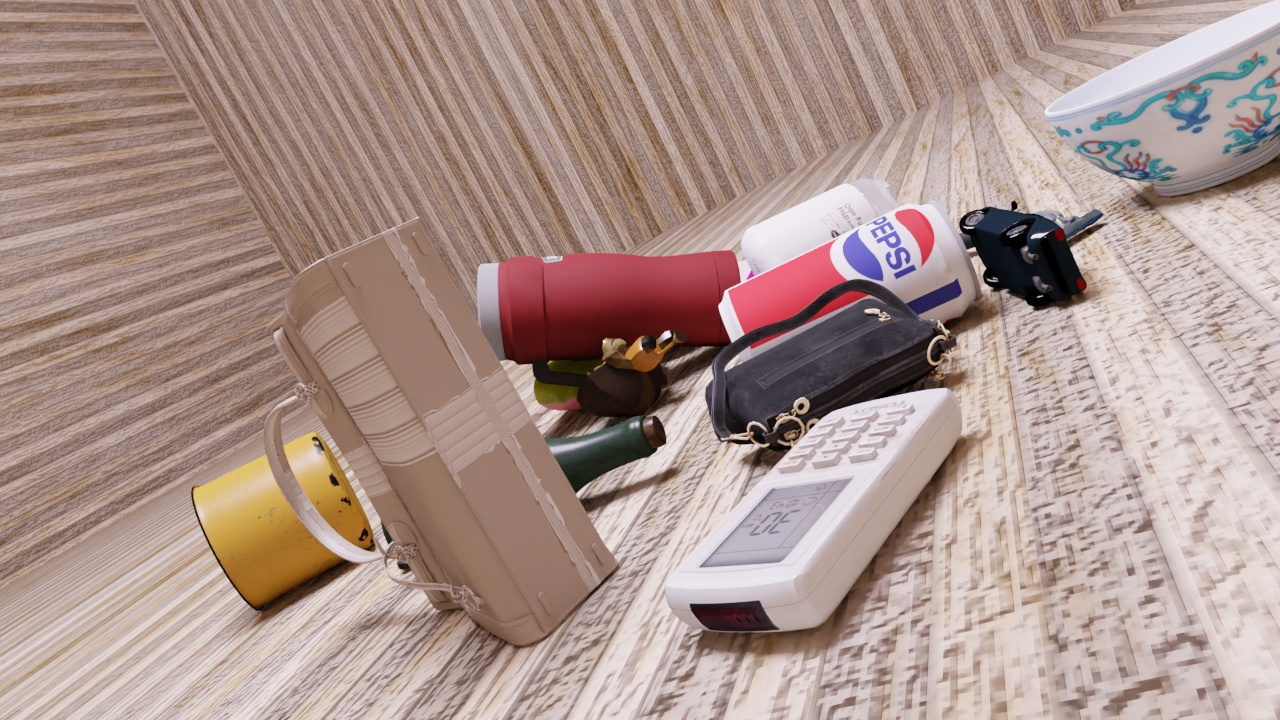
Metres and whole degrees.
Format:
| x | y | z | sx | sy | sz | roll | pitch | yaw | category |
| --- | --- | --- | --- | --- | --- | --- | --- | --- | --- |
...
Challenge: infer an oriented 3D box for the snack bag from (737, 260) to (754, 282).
| x | y | z | sx | sy | sz | roll | pitch | yaw | category |
| --- | --- | --- | --- | --- | --- | --- | --- | --- | --- |
| 0.062 | -0.068 | 0.899 | 0.197 | 0.016 | 0.070 | -12 | 29 | 33 | snack bag |

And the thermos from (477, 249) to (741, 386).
| x | y | z | sx | sy | sz | roll | pitch | yaw | category |
| --- | --- | --- | --- | --- | --- | --- | --- | --- | --- |
| -0.024 | -0.031 | 0.721 | 0.198 | 0.108 | 0.084 | -4 | -5 | -4 | thermos |

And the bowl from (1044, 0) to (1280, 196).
| x | y | z | sx | sy | sz | roll | pitch | yaw | category |
| --- | --- | --- | --- | --- | --- | --- | --- | --- | --- |
| 0.322 | -0.143 | 0.532 | 0.144 | 0.074 | 0.144 | -26 | 10 | 5 | bowl |

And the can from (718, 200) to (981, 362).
| x | y | z | sx | sy | sz | roll | pitch | yaw | category |
| --- | --- | --- | --- | --- | --- | --- | --- | --- | --- |
| 0.117 | -0.034 | 0.523 | 0.132 | 0.070 | 0.070 | -25 | 10 | 11 | can |

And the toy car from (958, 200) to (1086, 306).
| x | y | z | sx | sy | sz | roll | pitch | yaw | category |
| --- | --- | --- | --- | --- | --- | --- | --- | --- | --- |
| 0.206 | -0.059 | 0.493 | 0.034 | 0.046 | 0.112 | -27 | 11 | 8 | toy car |

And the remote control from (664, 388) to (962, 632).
| x | y | z | sx | sy | sz | roll | pitch | yaw | category |
| --- | --- | --- | --- | --- | --- | --- | --- | --- | --- |
| 0.068 | 0.051 | 0.337 | 0.060 | 0.025 | 0.138 | -17 | 14 | 46 | remote control |

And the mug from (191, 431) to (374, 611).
| x | y | z | sx | sy | sz | roll | pitch | yaw | category |
| --- | --- | --- | --- | --- | --- | --- | --- | --- | --- |
| -0.256 | 0.120 | 0.679 | 0.094 | 0.100 | 0.124 | -28 | -31 | -16 | mug |

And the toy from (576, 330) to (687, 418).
| x | y | z | sx | sy | sz | roll | pitch | yaw | category |
| --- | --- | --- | --- | --- | --- | --- | --- | --- | --- |
| -0.004 | 0.004 | 0.660 | 0.076 | 0.062 | 0.100 | -12 | -23 | -46 | toy |

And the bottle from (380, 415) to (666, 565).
| x | y | z | sx | sy | sz | roll | pitch | yaw | category |
| --- | --- | --- | --- | --- | --- | --- | --- | --- | --- |
| -0.065 | 0.069 | 0.526 | 0.174 | 0.055 | 0.055 | -22 | 11 | 19 | bottle |

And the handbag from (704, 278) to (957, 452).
| x | y | z | sx | sy | sz | roll | pitch | yaw | category |
| --- | --- | --- | --- | --- | --- | --- | --- | --- | --- |
| 0.090 | 0.006 | 0.444 | 0.128 | 0.054 | 0.079 | -27 | 13 | -12 | handbag |

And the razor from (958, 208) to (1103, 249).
| x | y | z | sx | sy | sz | roll | pitch | yaw | category |
| --- | --- | --- | --- | --- | --- | --- | --- | --- | --- |
| 0.235 | -0.083 | 0.611 | 0.042 | 0.022 | 0.144 | -29 | 9 | -18 | razor |

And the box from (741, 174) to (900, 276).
| x | y | z | sx | sy | sz | roll | pitch | yaw | category |
| --- | --- | --- | --- | --- | --- | --- | --- | --- | --- |
| 0.156 | -0.100 | 0.759 | 0.143 | 0.080 | 0.089 | -27 | -7 | -5 | box |

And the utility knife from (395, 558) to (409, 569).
| x | y | z | sx | sy | sz | roll | pitch | yaw | category |
| --- | --- | --- | --- | --- | --- | --- | --- | --- | --- |
| -0.173 | 0.116 | 0.675 | 0.030 | 0.019 | 0.224 | -24 | 13 | -16 | utility knife |

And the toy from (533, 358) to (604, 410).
| x | y | z | sx | sy | sz | roll | pitch | yaw | category |
| --- | --- | --- | --- | --- | --- | --- | --- | --- | --- |
| -0.036 | 0.008 | 0.777 | 0.110 | 0.051 | 0.090 | -22 | 9 | 11 | toy |

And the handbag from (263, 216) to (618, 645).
| x | y | z | sx | sy | sz | roll | pitch | yaw | category |
| --- | --- | --- | --- | --- | --- | --- | --- | --- | --- |
| -0.130 | 0.050 | 0.450 | 0.198 | 0.175 | 0.062 | -21 | 12 | 45 | handbag |

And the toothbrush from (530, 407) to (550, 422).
| x | y | z | sx | sy | sz | roll | pitch | yaw | category |
| --- | --- | --- | --- | --- | --- | --- | --- | --- | --- |
| -0.032 | 0.011 | 0.846 | 0.185 | 0.022 | 0.024 | -34 | 12 | -30 | toothbrush |
